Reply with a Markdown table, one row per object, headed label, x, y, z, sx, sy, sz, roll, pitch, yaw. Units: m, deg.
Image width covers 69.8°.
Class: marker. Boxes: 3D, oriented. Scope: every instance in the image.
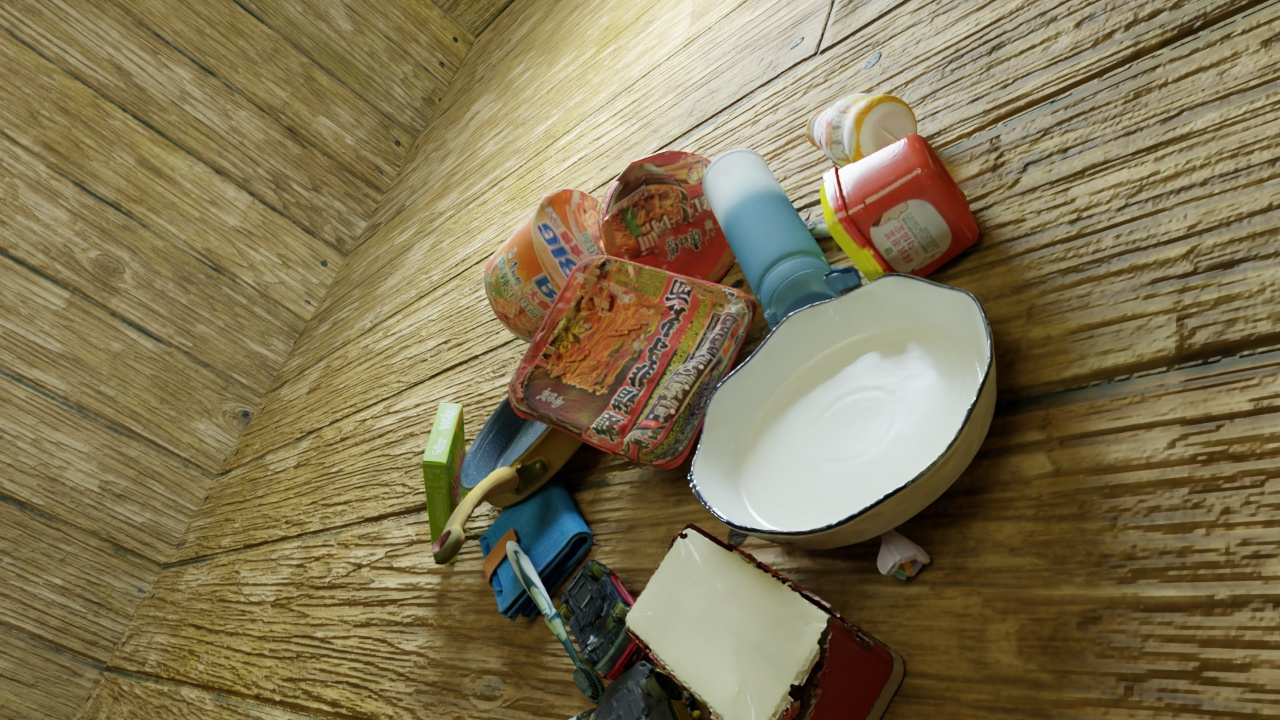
| label | x | y | z | sx | sy | sz | roll | pitch | yaw |
| --- | --- | --- | --- | --- | --- | --- | --- | --- | --- |
| marker | 0.147 | -0.112 | 0.779 | 0.017 | 0.017 | 0.146 | -60 | 27 | -12 |

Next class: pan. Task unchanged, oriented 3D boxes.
| label | x | y | z | sx | sy | sz | roll | pitch | yaw |
| --- | --- | --- | --- | --- | --- | --- | --- | --- | --- |
| pan | -0.118 | 0.086 | 0.848 | 0.198 | 0.078 | 0.356 | -41 | 19 | 21 |

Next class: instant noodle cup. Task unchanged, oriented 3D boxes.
| label | x | y | z | sx | sy | sz | roll | pitch | yaw |
| --- | --- | --- | --- | --- | --- | --- | --- | --- | --- |
| instant noodle cup | -0.085 | -0.090 | 0.970 | 0.112 | 0.151 | 0.151 | -28 | 36 | 39 |
| instant noodle cup | -0.005 | 0.005 | 0.773 | 0.189 | 0.079 | 0.164 | 20 | 72 | 32 |
| instant noodle cup | 0.021 | -0.135 | 0.901 | 0.138 | 0.138 | 0.108 | -53 | 17 | 2 |

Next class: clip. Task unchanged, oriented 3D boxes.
| label | x | y | z | sx | sy | sz | roll | pitch | yaw |
| --- | --- | --- | --- | --- | --- | --- | --- | --- | --- |
| clip | 0.152 | -0.046 | 0.650 | 0.024 | 0.057 | 0.028 | -14 | 46 | 34 |

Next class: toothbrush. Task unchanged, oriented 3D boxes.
| label | x | y | z | sx | sy | sz | roll | pitch | yaw |
| --- | --- | --- | --- | --- | --- | --- | --- | --- | --- |
| toothbrush | 0.129 | 0.075 | 0.587 | 0.029 | 0.021 | 0.189 | -14 | 27 | -6 |
| toothbrush | -0.056 | 0.265 | 0.663 | 0.186 | 0.017 | 0.012 | -40 | 16 | 25 |
| toothbrush | -0.074 | 0.201 | 0.730 | 0.016 | 0.018 | 0.191 | -47 | 39 | 1 |

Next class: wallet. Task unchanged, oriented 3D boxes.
| label | x | y | z | sx | sy | sz | roll | pitch | yaw |
| --- | --- | --- | --- | --- | --- | --- | --- | --- | --- |
| wallet | -0.099 | 0.164 | 0.838 | 0.106 | 0.040 | 0.133 | -48 | 26 | 3 |

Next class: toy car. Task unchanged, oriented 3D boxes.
| label | x | y | z | sx | sy | sz | roll | pitch | yaw |
| --- | --- | --- | --- | --- | --- | --- | --- | --- | --- |
| toy car | -0.023 | 0.188 | 0.667 | 0.053 | 0.045 | 0.120 | -55 | 19 | 1 |
| toy car | 0.014 | 0.244 | 0.546 | 0.071 | 0.041 | 0.156 | -51 | 28 | 6 |

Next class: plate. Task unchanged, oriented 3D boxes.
| label | x | y | z | sx | sy | sz | roll | pitch | yaw |
| --- | --- | --- | --- | --- | --- | --- | --- | --- | --- |
| plate | 0.127 | 0.033 | 0.574 | 0.205 | 0.045 | 0.204 | -32 | 29 | 20 |

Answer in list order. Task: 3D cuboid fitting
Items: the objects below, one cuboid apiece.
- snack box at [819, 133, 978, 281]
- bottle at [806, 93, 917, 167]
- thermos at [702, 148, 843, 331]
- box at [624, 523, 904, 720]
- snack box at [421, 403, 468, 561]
| label | x | y | z | sx | sy | sz | roll | pitch | yaw |
| --- | --- | --- | --- | --- | --- | --- | --- | --- | --- |
| snack box | 0.180 | -0.101 | 0.634 | 0.080 | 0.091 | 0.081 | -30 | 34 | 27 |
| bottle | 0.180 | -0.191 | 0.768 | 0.063 | 0.063 | 0.108 | -53 | 26 | 2 |
| thermos | 0.108 | -0.098 | 0.753 | 0.070 | 0.070 | 0.220 | -44 | 36 | 20 |
| box | 0.057 | 0.162 | 0.532 | 0.091 | 0.078 | 0.168 | -57 | 26 | -8 |
| snack box | -0.202 | 0.129 | 0.957 | 0.085 | 0.026 | 0.157 | -88 | 3 | -50 |
